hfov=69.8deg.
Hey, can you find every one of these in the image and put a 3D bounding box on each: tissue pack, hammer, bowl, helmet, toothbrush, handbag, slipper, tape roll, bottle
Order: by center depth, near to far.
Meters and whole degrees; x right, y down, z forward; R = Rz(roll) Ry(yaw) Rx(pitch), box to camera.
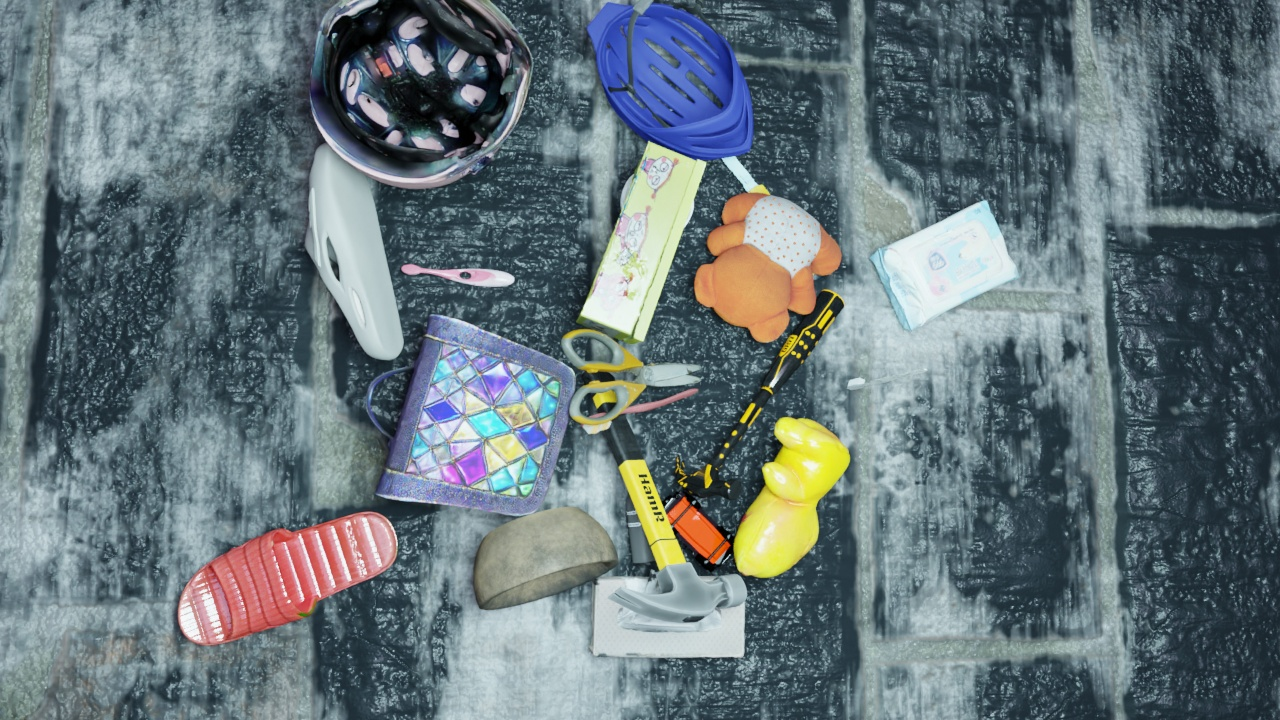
[{"bbox_3d":[-0.111,0.217,1.021,0.162,0.162,0.070,-16,70,-10],"label":"bowl"},{"bbox_3d":[-0.396,0.240,1.025,0.248,0.059,0.103,-22,87,-12],"label":"slipper"},{"bbox_3d":[-0.200,0.068,1.040,0.222,0.125,0.204,16,81,-8],"label":"handbag"},{"bbox_3d":[-0.003,0.144,1.041,0.169,0.034,0.324,4,52,-40],"label":"hammer"},{"bbox_3d":[-0.347,-0.120,1.059,0.081,0.113,0.265,-18,85,10],"label":"slipper"},{"bbox_3d":[-0.258,-0.307,1.061,0.230,0.153,0.255,34,74,-10],"label":"helmet"},{"bbox_3d":[0.043,-0.338,1.074,0.241,0.227,0.148,39,89,-1],"label":"helmet"},{"bbox_3d":[0.033,0.297,1.078,0.181,0.071,0.104,3,83,-4],"label":"tissue pack"},{"bbox_3d":[0.005,0.057,1.085,0.184,0.015,0.015,-15,53,-40],"label":"toothbrush"},{"bbox_3d":[0.290,0.019,1.087,0.010,0.182,0.010,21,77,-11],"label":"toothbrush"},{"bbox_3d":[-0.001,0.184,1.102,0.030,0.030,0.113,-6,84,-9],"label":"bottle"},{"bbox_3d":[-0.221,-0.104,1.115,0.135,0.016,0.021,5,83,-10],"label":"toothbrush"},{"bbox_3d":[0.153,0.036,1.119,0.036,0.123,0.319,48,68,-27],"label":"hammer"},{"bbox_3d":[0.021,-0.199,1.161,0.093,0.013,0.093,1,84,-7],"label":"tape roll"},{"bbox_3d":[0.394,-0.123,1.177,0.181,0.070,0.112,-25,86,-11],"label":"tissue pack"}]

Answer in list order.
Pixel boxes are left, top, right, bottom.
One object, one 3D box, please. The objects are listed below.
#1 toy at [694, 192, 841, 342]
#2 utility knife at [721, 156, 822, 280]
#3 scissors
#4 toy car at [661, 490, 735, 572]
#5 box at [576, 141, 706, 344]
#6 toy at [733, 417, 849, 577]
[{"bbox_3d":[0.150,-0.114,1.132,0.164,0.093,0.172,33,75,0],"label":"toy"},{"bbox_3d":[0.168,-0.193,1.179,0.030,0.019,0.218,-38,94,-14],"label":"utility knife"},{"bbox_3d":[-0.005,0.006,1.071,0.227,0.016,0.134,-14,90,-45],"label":"scissors"},{"bbox_3d":[0.066,0.203,1.100,0.100,0.049,0.051,44,78,-1],"label":"toy car"},{"bbox_3d":[0.001,-0.135,1.086,0.082,0.124,0.221,23,84,-5],"label":"box"},{"bbox_3d":[0.178,0.164,1.074,0.087,0.134,0.194,22,88,20],"label":"toy"}]
